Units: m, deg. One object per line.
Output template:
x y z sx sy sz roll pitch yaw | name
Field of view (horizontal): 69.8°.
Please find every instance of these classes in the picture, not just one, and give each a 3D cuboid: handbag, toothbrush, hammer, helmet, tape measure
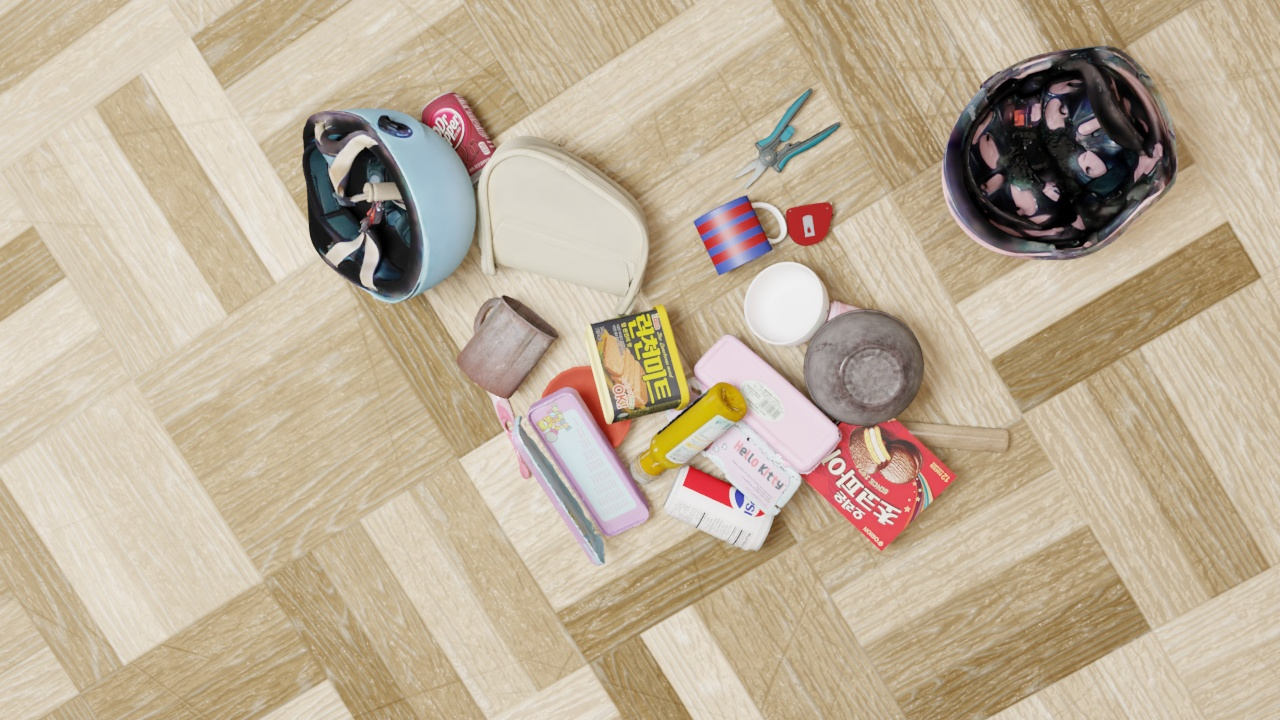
-0.094 -0.174 1.162 0.229 0.131 0.184 18 114 -7 | handbag
-0.174 0.095 1.232 0.021 0.016 0.135 -19 92 6 | toothbrush
0.307 0.090 1.192 0.331 0.030 0.119 4 97 1 | hammer
0.470 -0.236 1.078 0.255 0.152 0.230 -35 95 8 | helmet
0.218 -0.173 1.171 0.059 0.019 0.051 -9 95 5 | tape measure
-0.292 -0.195 1.112 0.266 0.166 0.226 39 134 34 | helmet

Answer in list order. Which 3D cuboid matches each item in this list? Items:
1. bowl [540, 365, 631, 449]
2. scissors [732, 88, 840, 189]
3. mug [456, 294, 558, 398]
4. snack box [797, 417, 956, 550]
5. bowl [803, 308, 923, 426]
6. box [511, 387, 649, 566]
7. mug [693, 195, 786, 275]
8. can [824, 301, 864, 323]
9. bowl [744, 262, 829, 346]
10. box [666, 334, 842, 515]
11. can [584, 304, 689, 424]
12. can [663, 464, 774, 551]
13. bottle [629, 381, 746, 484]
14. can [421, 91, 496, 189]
-0.071 0.066 1.210 0.122 0.035 0.122 0 96 5 | bowl
0.187 -0.279 1.163 0.120 0.019 0.150 12 102 0 | scissors
-0.182 -0.026 1.191 0.110 0.096 0.123 -49 54 4 | mug
0.294 0.140 1.165 0.152 0.036 0.133 43 97 -3 | snack box
0.271 0.014 1.094 0.145 0.067 0.145 1 99 4 | bowl
-0.075 0.149 1.156 0.090 0.092 0.214 -27 108 13 | box
0.132 -0.165 1.158 0.111 0.075 0.076 -27 93 -18 | mug
0.268 -0.034 1.157 0.076 0.067 0.067 16 96 2 | can
0.189 -0.068 1.156 0.105 0.054 0.104 -6 79 30 | bowl
0.135 0.079 1.153 0.201 0.058 0.156 43 102 20 | box
-0.007 0.007 1.155 0.101 0.073 0.130 -13 76 -9 | can
0.101 0.192 1.191 0.132 0.070 0.070 24 97 2 | can
0.055 0.097 1.159 0.053 0.053 0.187 46 127 -1 | bottle
-0.227 -0.280 1.174 0.063 0.063 0.114 -32 92 7 | can
